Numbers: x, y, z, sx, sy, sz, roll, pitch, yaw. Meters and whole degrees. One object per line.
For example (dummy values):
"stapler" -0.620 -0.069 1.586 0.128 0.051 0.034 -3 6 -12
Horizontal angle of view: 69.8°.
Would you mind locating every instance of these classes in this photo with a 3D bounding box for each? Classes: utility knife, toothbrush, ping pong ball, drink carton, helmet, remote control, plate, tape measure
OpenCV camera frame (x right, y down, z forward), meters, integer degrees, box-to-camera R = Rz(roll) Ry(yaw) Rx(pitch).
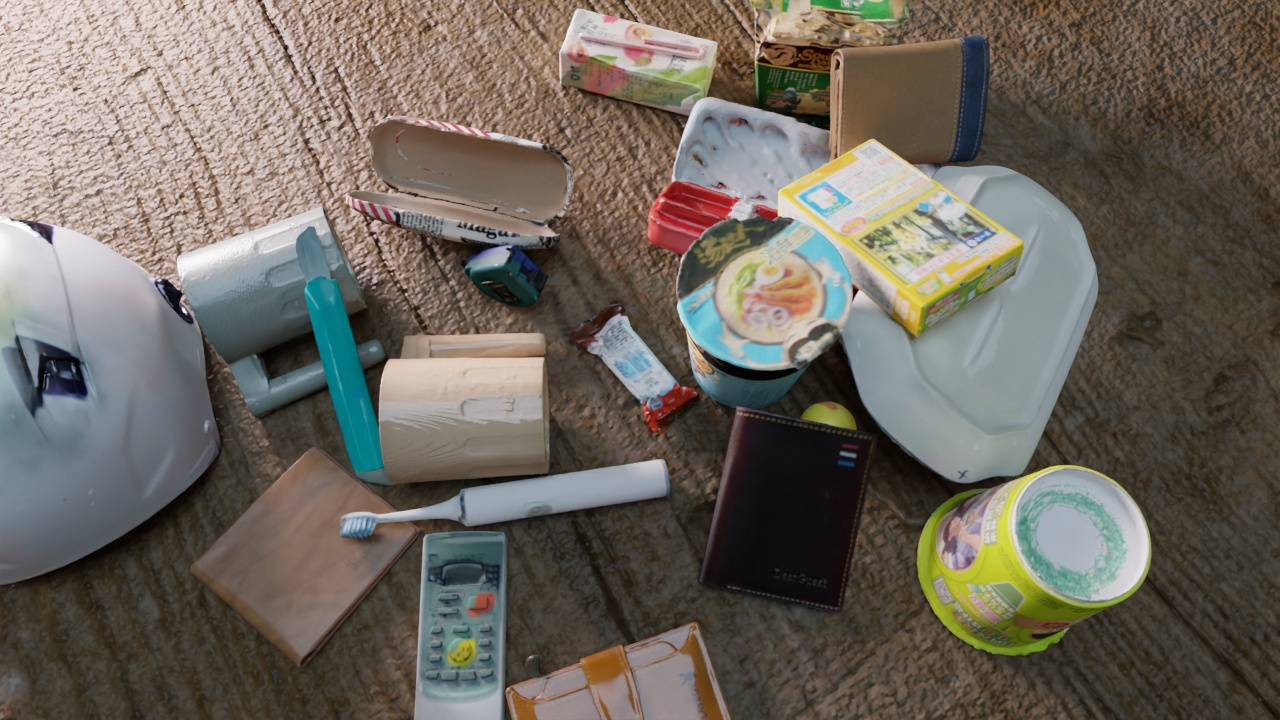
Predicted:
"utility knife" -0.202 0.000 0.626 0.029 0.013 0.185 -13 99 -5
"toothbrush" -0.090 0.095 0.619 0.221 0.027 0.026 -8 38 -6
"ping pong ball" 0.129 0.048 0.636 0.040 0.040 0.040 0 68 -1
"drink carton" -0.001 -0.244 0.749 0.122 0.045 0.053 15 68 5
"helmet" -0.419 0.006 0.593 0.229 0.146 0.258 -26 70 -11
"remote control" -0.115 0.179 0.594 0.056 0.019 0.135 -1 68 -1
"plate" 0.243 -0.039 0.635 0.162 0.034 0.265 40 60 -3
"tape measure" -0.097 -0.059 0.669 0.058 0.054 0.025 -3 57 44

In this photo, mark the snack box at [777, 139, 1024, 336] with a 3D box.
"snack box" 0.167 -0.085 0.606 0.086 0.034 0.140 -31 52 -16

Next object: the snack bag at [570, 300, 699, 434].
"snack bag" -0.004 0.004 0.661 0.045 0.026 0.105 -39 72 -5

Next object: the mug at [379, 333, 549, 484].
"mug" -0.116 0.026 0.631 0.103 0.084 0.124 -2 42 -3

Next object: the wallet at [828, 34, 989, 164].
"wallet" 0.194 -0.185 0.667 0.115 0.090 0.033 -9 25 -12

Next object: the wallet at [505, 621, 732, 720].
"wallet" -0.010 0.229 0.571 0.130 0.035 0.119 -18 75 -8

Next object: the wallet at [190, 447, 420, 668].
"wallet" -0.223 0.128 0.615 0.101 0.020 0.115 35 69 11

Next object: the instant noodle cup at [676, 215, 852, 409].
"instant noodle cup" 0.076 -0.021 0.621 0.111 0.121 0.111 0 67 0

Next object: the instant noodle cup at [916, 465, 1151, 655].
"instant noodle cup" 0.243 0.119 0.564 0.111 0.123 0.111 0 68 -1

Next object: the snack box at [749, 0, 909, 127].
"snack box" 0.138 -0.259 0.725 0.118 0.106 0.117 7 66 1

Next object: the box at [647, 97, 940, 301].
"box" 0.116 -0.113 0.692 0.201 0.069 0.157 18 61 5

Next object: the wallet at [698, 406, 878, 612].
"wallet" 0.098 0.099 0.608 0.096 0.020 0.122 12 91 5

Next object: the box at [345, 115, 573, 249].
"box" -0.135 -0.126 0.685 0.162 0.076 0.086 13 38 2

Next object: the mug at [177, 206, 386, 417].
"mug" -0.251 -0.036 0.655 0.103 0.084 0.124 -24 97 -11
